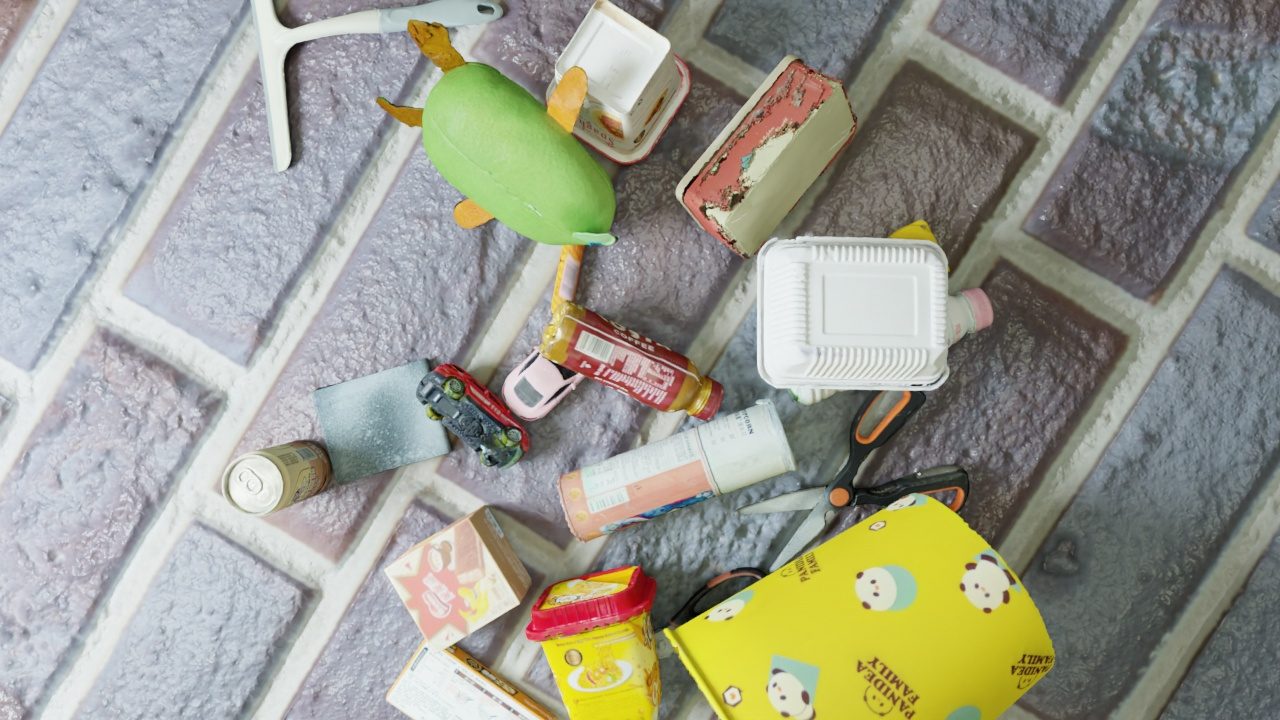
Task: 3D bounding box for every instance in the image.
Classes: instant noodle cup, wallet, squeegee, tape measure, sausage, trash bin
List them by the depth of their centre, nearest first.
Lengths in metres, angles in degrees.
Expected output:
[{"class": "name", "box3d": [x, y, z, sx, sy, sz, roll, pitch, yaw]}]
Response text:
[{"class": "trash bin", "box3d": [0.186, 0.258, 0.785, 0.255, 0.230, 0.229, -33, 90, -8]}, {"class": "instant noodle cup", "box3d": [0.192, -0.045, 0.799, 0.173, 0.060, 0.138, 1, 85, -4]}, {"class": "instant noodle cup", "box3d": [-0.023, -0.256, 0.831, 0.116, 0.124, 0.116, 33, 91, 1]}, {"class": "instant noodle cup", "box3d": [-0.033, 0.267, 0.843, 0.116, 0.116, 0.123, -14, 91, 6]}, {"class": "tape measure", "box3d": [0.259, -0.099, 0.874, 0.057, 0.029, 0.060, -25, 90, 2]}, {"class": "squeegee", "box3d": [-0.256, -0.321, 0.880, 0.246, 0.039, 0.246, -7, 91, 1]}, {"class": "sausage", "box3d": [-0.063, -0.117, 0.886, 0.021, 0.021, 0.165, 11, 91, 1]}, {"class": "wallet", "box3d": [-0.253, 0.059, 0.898, 0.121, 0.019, 0.097, -16, 89, 3]}]

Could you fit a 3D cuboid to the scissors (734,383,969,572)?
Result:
[{"class": "scissors", "box3d": [0.206, 0.112, 0.879, 0.221, 0.021, 0.224, 8, 102, -3]}]

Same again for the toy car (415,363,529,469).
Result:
[{"class": "toy car", "box3d": [-0.156, 0.052, 0.876, 0.120, 0.045, 0.053, 45, 128, -7]}]

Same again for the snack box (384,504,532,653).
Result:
[{"class": "snack box", "box3d": [-0.170, 0.204, 0.867, 0.094, 0.077, 0.093, -31, 90, 2]}]

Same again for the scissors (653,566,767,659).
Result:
[{"class": "scissors", "box3d": [0.042, 0.282, 0.894, 0.194, 0.015, 0.206, 27, 92, 0]}]

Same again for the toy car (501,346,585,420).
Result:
[{"class": "toy car", "box3d": [-0.080, 0.005, 0.883, 0.122, 0.037, 0.056, -44, 91, 1]}]

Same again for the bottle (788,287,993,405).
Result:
[{"class": "bottle", "box3d": [0.230, -0.019, 0.859, 0.197, 0.068, 0.068, -19, 90, -1]}]

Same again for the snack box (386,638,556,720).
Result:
[{"class": "snack box", "box3d": [-0.164, 0.340, 0.895, 0.154, 0.026, 0.075, 35, 92, 1]}]

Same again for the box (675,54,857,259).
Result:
[{"class": "box", "box3d": [0.122, -0.180, 0.834, 0.079, 0.091, 0.168, 41, 92, 32]}]

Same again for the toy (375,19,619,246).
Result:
[{"class": "toy", "box3d": [-0.119, -0.187, 0.818, 0.246, 0.228, 0.089, 40, 49, -13]}]

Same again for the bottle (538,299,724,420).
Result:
[{"class": "bottle", "box3d": [-0.005, 0.005, 0.854, 0.175, 0.057, 0.057, 26, 91, -16]}]

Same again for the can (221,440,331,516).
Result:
[{"class": "can", "box3d": [-0.334, 0.108, 0.851, 0.058, 0.116, 0.058, 0, 91, 1]}]

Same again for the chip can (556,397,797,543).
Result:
[{"class": "chip can", "box3d": [0.033, 0.104, 0.856, 0.215, 0.071, 0.071, -20, 90, 5]}]
